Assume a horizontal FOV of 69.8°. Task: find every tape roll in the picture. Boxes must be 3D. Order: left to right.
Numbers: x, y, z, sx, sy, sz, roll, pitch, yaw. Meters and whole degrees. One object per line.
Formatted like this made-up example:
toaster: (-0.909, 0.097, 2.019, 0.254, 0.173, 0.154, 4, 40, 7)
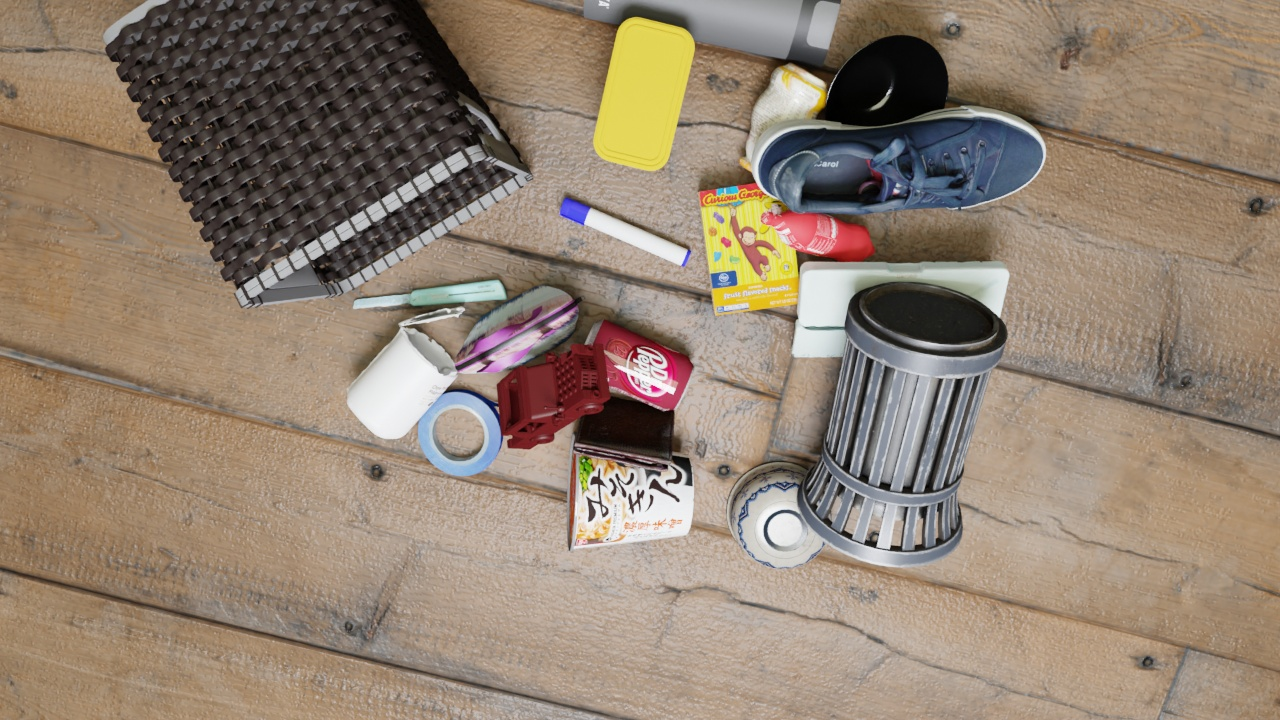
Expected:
tape roll: (-0.196, 0.079, 1.003, 0.091, 0.016, 0.093, 16, 100, -1)

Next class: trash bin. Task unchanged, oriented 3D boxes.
trash bin: (0.248, 0.054, 0.872, 0.164, 0.164, 0.228, 5, 121, 1)

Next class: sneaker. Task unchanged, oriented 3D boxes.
sneaker: (0.261, -0.176, 0.859, 0.294, 0.127, 0.121, -5, 127, -12)

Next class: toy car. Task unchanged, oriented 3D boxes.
toy car: (-0.097, 0.038, 0.915, 0.061, 0.170, 0.070, 5, 67, -33)

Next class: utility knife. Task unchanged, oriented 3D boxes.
utility knife: (-0.226, -0.068, 0.981, 0.168, 0.015, 0.022, -5, 101, 6)

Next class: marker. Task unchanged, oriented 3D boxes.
marker: (-0.016, -0.133, 0.958, 0.141, 0.020, 0.020, 23, 100, -2)

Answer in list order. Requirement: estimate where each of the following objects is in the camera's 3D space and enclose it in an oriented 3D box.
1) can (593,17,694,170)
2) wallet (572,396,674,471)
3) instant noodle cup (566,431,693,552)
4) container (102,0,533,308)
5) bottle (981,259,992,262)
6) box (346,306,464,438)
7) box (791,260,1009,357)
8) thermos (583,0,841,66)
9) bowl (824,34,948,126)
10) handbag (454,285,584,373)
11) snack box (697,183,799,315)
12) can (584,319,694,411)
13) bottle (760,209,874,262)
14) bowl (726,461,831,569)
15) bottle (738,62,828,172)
can: (0.004, -0.253, 0.894, 0.072, 0.101, 0.131, 14, 100, -1)
wallet: (-0.015, 0.071, 0.943, 0.099, 0.119, 0.031, 12, 113, 0)
instant noodle cup: (-0.012, 0.139, 0.963, 0.121, 0.123, 0.124, 3, 100, -8)
container: (-0.281, -0.220, 0.841, 0.246, 0.247, 0.243, -30, 94, 7)
bottle: (0.316, -0.078, 0.952, 0.106, 0.025, 0.025, -26, 98, 6)
box: (-0.236, 0.001, 0.960, 0.161, 0.081, 0.092, -44, 75, 9)
box: (0.255, -0.043, 0.919, 0.197, 0.043, 0.136, 1, 137, 4)
thermos: (0.071, -0.349, 0.884, 0.240, 0.082, 0.082, 12, 100, 0)
bowl: (0.231, -0.263, 0.900, 0.124, 0.052, 0.124, -6, 126, -9)
handbag: (-0.125, -0.022, 0.904, 0.145, 0.169, 0.068, -28, 98, 6)
snack box: (0.112, -0.117, 0.945, 0.088, 0.040, 0.126, -8, 100, 3)
can: (-0.006, 0.006, 0.959, 0.114, 0.063, 0.063, 24, 100, -2)
bottle: (0.174, -0.125, 0.908, 0.141, 0.042, 0.042, 10, 102, -35)
bowl: (0.152, 0.172, 0.986, 0.115, 0.059, 0.115, 0, 100, 2)
bottle: (0.139, -0.236, 0.912, 0.063, 0.063, 0.109, 28, 111, -3)
